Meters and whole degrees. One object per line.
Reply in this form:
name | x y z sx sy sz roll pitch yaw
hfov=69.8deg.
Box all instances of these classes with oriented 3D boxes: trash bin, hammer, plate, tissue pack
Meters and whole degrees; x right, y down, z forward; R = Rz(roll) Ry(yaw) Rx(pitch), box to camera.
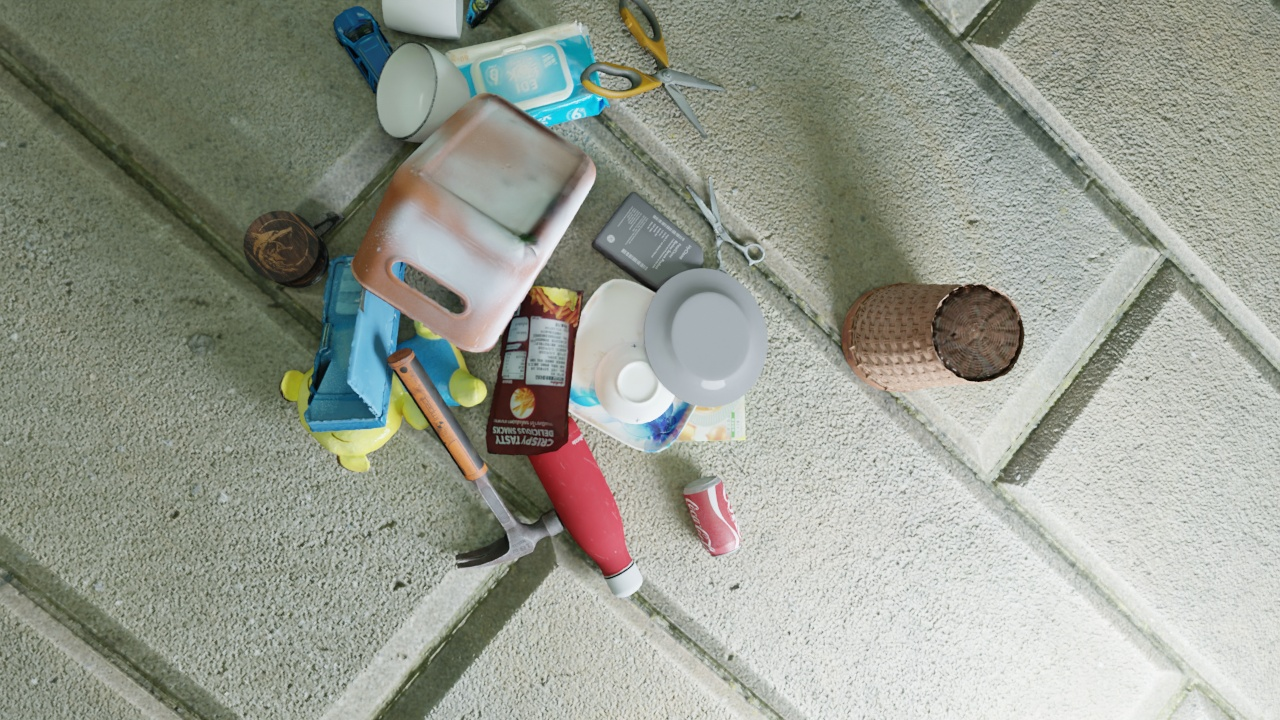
trash bin | -0.177 -0.164 1.031 0.181 0.158 0.258 33 40 -8
trash bin | 0.369 -0.034 1.175 0.151 0.210 0.151 0 88 -11
hammer | -0.217 0.122 1.086 0.137 0.035 0.314 -28 120 -3
plate | -0.007 0.007 1.173 0.187 0.016 0.187 30 84 -5
tissue pack | -0.152 -0.347 1.155 0.209 0.066 0.117 -18 91 -9
plate | 0.088 -0.030 1.166 0.178 0.012 0.178 3 84 -24
plate | -0.004 0.028 1.150 0.104 0.026 0.104 0 87 -8

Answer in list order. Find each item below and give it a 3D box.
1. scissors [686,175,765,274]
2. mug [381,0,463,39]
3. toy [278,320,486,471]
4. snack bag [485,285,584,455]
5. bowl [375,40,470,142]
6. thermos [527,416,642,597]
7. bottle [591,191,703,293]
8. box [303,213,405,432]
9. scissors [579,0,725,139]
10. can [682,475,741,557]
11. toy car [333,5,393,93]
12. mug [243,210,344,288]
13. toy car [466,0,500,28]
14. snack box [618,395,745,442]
scissors | 0.098 -0.160 1.224 0.141 0.014 0.147 32 84 -11
mug | -0.266 -0.454 1.135 0.087 0.081 0.114 3 57 -5
toy | -0.307 0.038 1.108 0.213 0.084 0.149 -28 72 -10
snack bag | -0.133 0.013 1.124 0.066 0.139 0.207 25 69 -50
bowl | -0.254 -0.314 1.091 0.065 0.117 0.116 1 88 -51
thermos | -0.065 0.189 1.157 0.073 0.073 0.240 -28 95 -10
bottle | 0.030 -0.132 1.194 0.174 0.046 0.083 38 83 -8
box | -0.332 -0.046 1.038 0.094 0.112 0.231 -3 59 3
scissors | 0.010 -0.374 1.178 0.228 0.016 0.225 -30 88 -36
can | 0.095 0.203 1.198 0.054 0.054 0.096 -21 93 -11
toy car | -0.330 -0.380 1.131 0.056 0.044 0.120 -33 95 -10
mug | -0.400 -0.139 1.081 0.115 0.107 0.080 -45 97 -9
toy car | -0.188 -0.467 1.157 0.032 0.048 0.105 39 83 -8
snack box | 0.054 0.041 1.206 0.168 0.027 0.132 0 88 -10
